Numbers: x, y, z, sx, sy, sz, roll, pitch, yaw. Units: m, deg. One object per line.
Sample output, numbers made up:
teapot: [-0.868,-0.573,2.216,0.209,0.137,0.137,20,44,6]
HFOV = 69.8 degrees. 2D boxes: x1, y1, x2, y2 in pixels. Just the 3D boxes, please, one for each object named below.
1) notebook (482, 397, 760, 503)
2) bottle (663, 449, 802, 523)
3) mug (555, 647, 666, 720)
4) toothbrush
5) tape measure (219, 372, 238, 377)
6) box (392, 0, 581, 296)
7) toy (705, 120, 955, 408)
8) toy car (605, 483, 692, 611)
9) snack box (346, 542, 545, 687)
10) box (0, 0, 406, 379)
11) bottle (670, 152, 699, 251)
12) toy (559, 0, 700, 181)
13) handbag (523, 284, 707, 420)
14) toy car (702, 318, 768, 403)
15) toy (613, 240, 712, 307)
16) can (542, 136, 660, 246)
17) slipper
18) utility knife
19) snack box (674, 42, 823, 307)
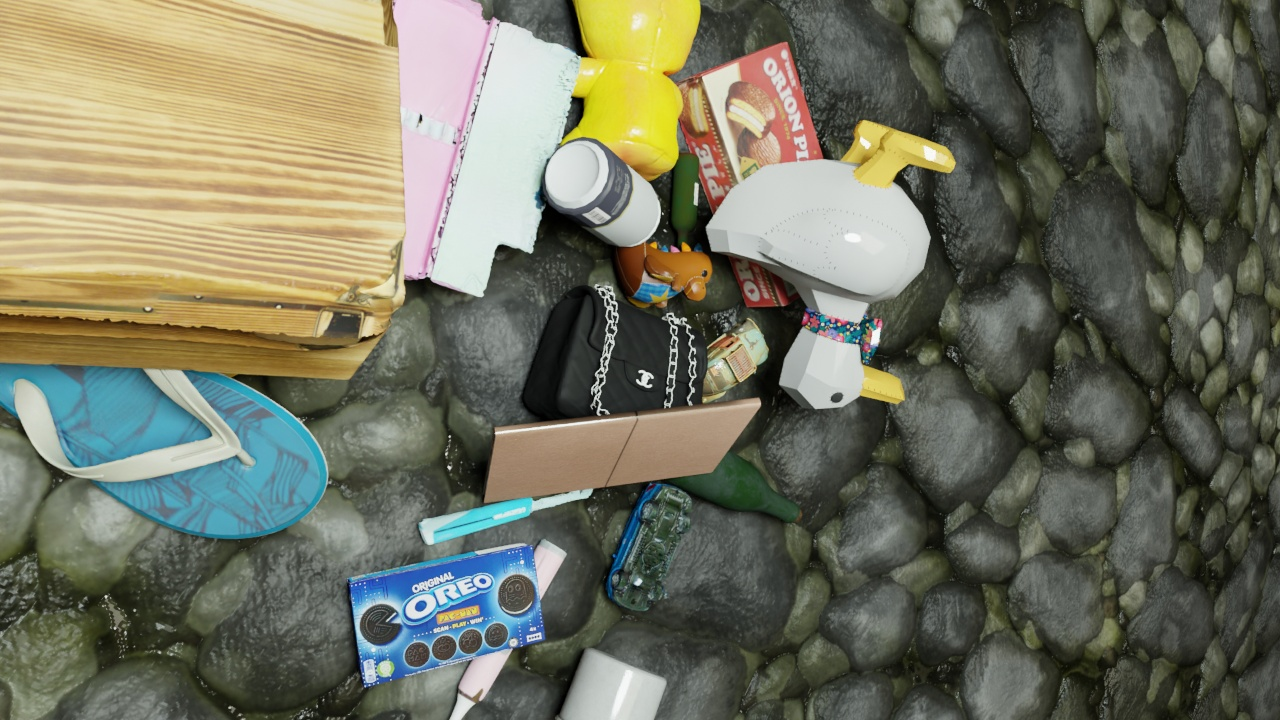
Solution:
notebook: [-0.020,0.075,0.753,0.209,0.142,0.008,-5,63,-16]
bottle: [0.098,0.125,0.909,0.174,0.055,0.055,30,75,-32]
mug: [-0.021,0.308,0.828,0.070,0.084,0.113,-68,155,-15]
toothbrush: [-0.128,0.256,0.779,0.027,0.027,0.222,40,70,-31]
tape measure: [-0.303,-0.016,0.652,0.068,0.030,0.059,-49,115,-15]
box: [-0.146,-0.171,0.736,0.159,0.035,0.230,17,82,-23]
toy: [0.176,-0.085,0.839,0.246,0.140,0.268,21,107,-13]
toy car: [0.007,0.173,0.856,0.056,0.044,0.120,27,80,-31]
snack box: [-0.155,0.201,0.743,0.150,0.027,0.082,-9,90,-25]
box: [-0.288,-0.119,0.529,0.278,0.177,0.247,4,66,-35]
bottle: [0.042,-0.145,0.879,0.025,0.025,0.106,3,90,-34]
toy: [-0.011,-0.258,0.806,0.134,0.088,0.193,9,87,-30]
handbag: [-0.005,0.005,0.802,0.153,0.115,0.125,19,77,-30]
toy car: [0.091,0.001,0.903,0.111,0.047,0.047,-38,108,-27]
toy: [0.019,-0.100,0.851,0.090,0.071,0.103,-9,74,-25]
can: [-0.028,-0.137,0.775,0.127,0.064,0.064,22,77,-65]
slipper: [-0.341,0.030,0.597,0.118,0.060,0.295,-46,114,0]
utility knife: [-0.112,0.128,0.795,0.168,0.015,0.022,-11,104,-35]
snack box: [0.125,-0.181,0.911,0.113,0.060,0.236,-30,108,-27]
